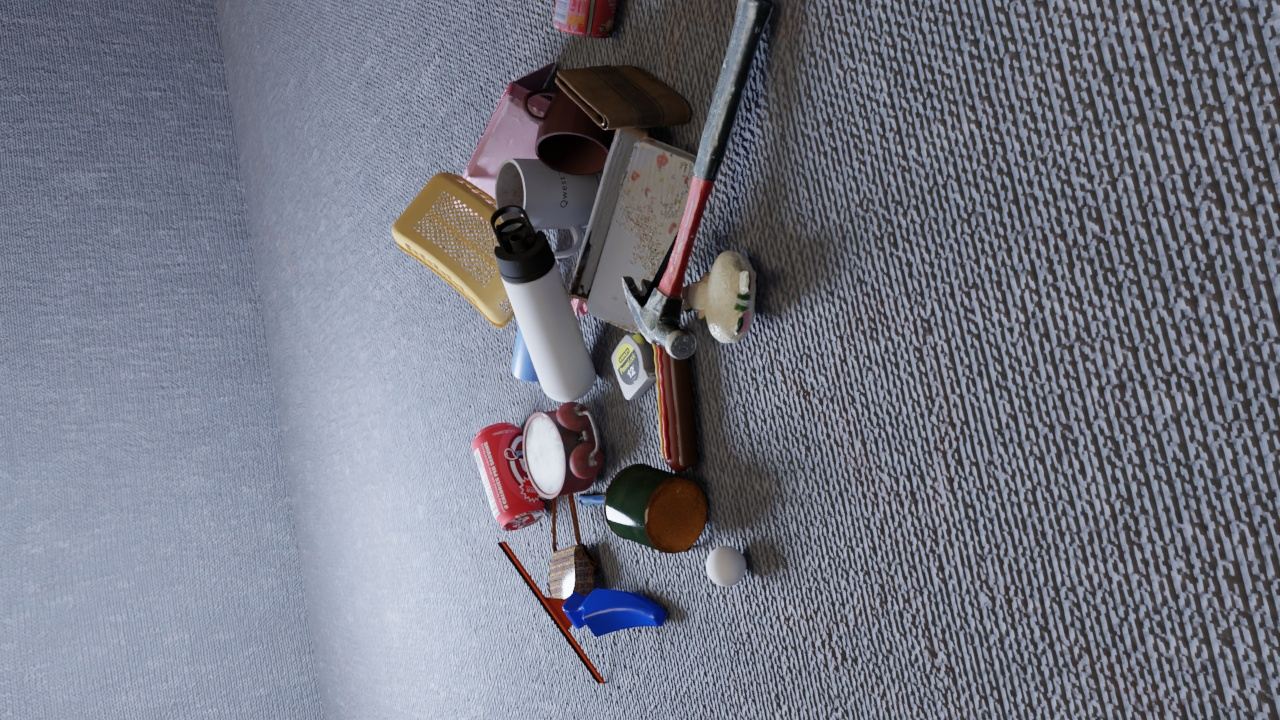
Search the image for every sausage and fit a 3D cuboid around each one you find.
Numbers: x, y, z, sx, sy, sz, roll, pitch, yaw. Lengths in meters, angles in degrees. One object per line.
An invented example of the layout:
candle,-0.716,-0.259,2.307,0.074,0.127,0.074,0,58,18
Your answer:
sausage,0.036,0.040,0.966,0.040,0.040,0.155,-1,95,57

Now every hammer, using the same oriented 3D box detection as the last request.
hammer,0.056,-0.173,0.862,0.140,0.036,0.327,49,127,58

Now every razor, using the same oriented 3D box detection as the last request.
razor,-0.041,0.172,1.128,0.044,0.018,0.141,51,154,-17

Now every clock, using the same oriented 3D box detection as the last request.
clock,-0.087,0.108,1.147,0.157,0.061,0.109,-36,65,52

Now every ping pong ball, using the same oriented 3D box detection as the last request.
ping pong ball,0.086,0.206,0.918,0.040,0.040,0.040,16,109,55

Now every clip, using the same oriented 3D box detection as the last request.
clip,-0.074,-0.075,1.119,0.060,0.044,0.023,-42,57,36

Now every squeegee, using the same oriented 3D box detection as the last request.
squeegee,-0.042,0.304,1.109,0.185,0.055,0.249,-10,119,44

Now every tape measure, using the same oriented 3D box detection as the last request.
tape measure,-0.006,0.006,1.044,0.064,0.016,0.065,-50,55,49

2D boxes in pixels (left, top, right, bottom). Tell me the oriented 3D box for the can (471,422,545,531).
can,-0.187,0.163,1.300,0.075,0.074,0.142,-50,55,49

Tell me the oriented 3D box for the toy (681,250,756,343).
toy,0.081,-0.060,0.866,0.112,0.050,0.087,-165,75,-71

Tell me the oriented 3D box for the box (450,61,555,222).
box,-0.164,-0.285,1.197,0.233,0.099,0.106,-45,26,52

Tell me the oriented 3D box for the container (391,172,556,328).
container,-0.212,-0.145,1.185,0.183,0.129,0.167,39,180,1

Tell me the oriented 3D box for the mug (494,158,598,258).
mug,-0.109,-0.180,1.094,0.083,0.096,0.119,-18,81,57

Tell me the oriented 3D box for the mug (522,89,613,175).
mug,-0.081,-0.275,1.031,0.087,0.114,0.088,-20,57,51

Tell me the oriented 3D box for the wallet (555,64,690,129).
wallet,-0.019,-0.270,0.937,0.121,0.098,0.027,51,143,39

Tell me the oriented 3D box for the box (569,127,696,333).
box,-0.007,-0.149,0.998,0.114,0.095,0.218,-93,19,-54

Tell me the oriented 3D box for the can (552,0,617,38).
can,-0.054,-0.416,0.991,0.066,0.066,0.125,44,131,45

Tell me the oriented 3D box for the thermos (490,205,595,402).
thermos,-0.115,-0.062,1.076,0.101,0.068,0.230,-119,10,-48

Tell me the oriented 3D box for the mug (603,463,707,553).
mug,0.025,0.168,0.981,0.081,0.084,0.111,6,136,55

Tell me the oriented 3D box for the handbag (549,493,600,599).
handbag,-0.094,0.219,1.219,0.094,0.043,0.195,-34,59,58

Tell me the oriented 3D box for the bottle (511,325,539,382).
bottle,-0.138,-0.038,1.211,0.048,0.048,0.131,46,132,44
